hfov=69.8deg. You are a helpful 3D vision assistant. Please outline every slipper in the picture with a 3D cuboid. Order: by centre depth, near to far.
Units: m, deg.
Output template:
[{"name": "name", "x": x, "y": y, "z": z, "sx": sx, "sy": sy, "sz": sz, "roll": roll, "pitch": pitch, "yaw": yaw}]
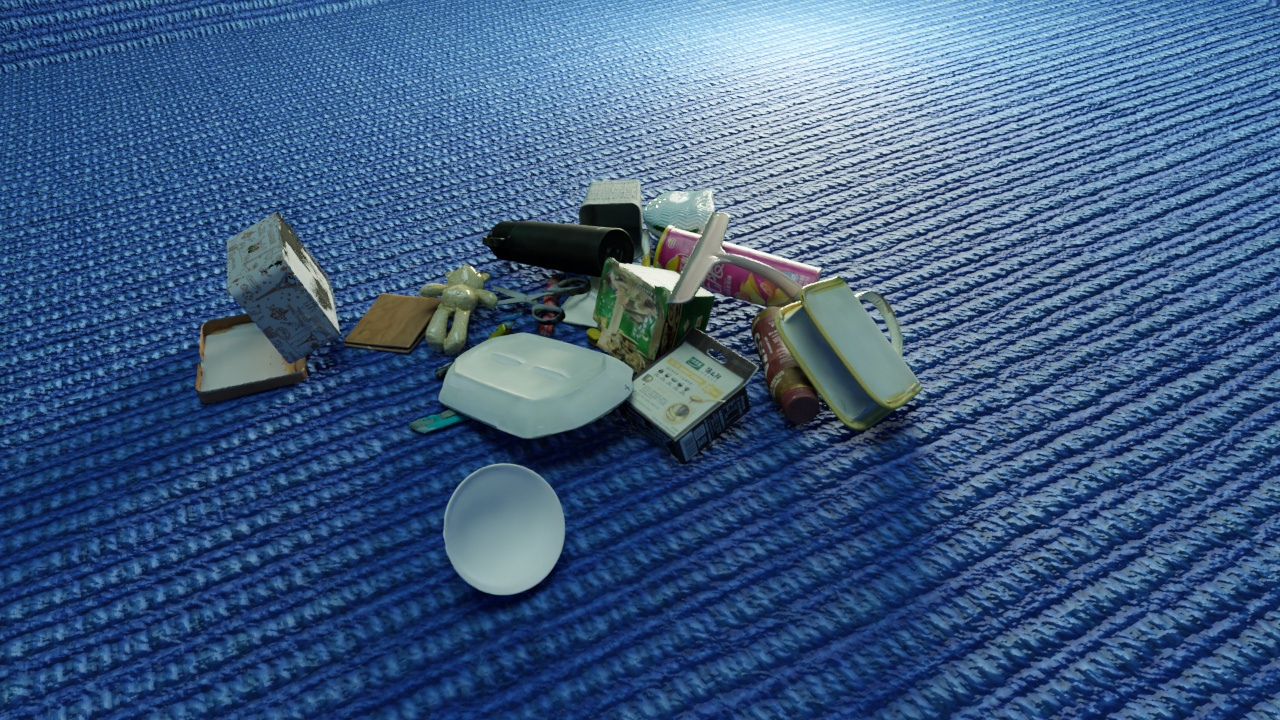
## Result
[{"name": "slipper", "x": 0.064, "y": -0.208, "z": 1.373, "sx": 0.104, "sy": 0.074, "sz": 0.245, "roll": 1, "pitch": 19, "yaw": 8}]

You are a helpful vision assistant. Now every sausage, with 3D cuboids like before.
[{"name": "sausage", "x": -0.123, "y": -0.076, "z": 1.246, "sx": 0.020, "sy": 0.020, "sz": 0.155, "roll": -2, "pitch": 35, "yaw": 3}]

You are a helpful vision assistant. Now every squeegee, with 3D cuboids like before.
[{"name": "squeegee", "x": 0.174, "y": -0.079, "z": 1.088, "sx": 0.249, "sy": 0.040, "sz": 0.246, "roll": 29, "pitch": 36, "yaw": -3}]

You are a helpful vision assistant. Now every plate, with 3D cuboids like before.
[{"name": "plate", "x": -0.126, "y": 0.017, "z": 1.052, "sx": 0.161, "sy": 0.034, "sz": 0.266, "roll": -32, "pitch": 31, "yaw": -32}, {"name": "plate", "x": -0.016, "y": -0.092, "z": 1.244, "sx": 0.164, "sy": 0.034, "sz": 0.163, "roll": 14, "pitch": 38, "yaw": 24}]

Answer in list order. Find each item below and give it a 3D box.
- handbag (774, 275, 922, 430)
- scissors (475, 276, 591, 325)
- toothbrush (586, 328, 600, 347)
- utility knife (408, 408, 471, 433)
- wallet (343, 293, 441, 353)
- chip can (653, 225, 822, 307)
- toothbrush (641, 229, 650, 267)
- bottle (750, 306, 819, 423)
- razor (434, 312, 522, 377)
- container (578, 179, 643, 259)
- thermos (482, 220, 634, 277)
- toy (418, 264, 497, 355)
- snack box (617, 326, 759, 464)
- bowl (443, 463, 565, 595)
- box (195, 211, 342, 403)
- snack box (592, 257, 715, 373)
[{"name": "handbag", "x": 0.246, "y": -0.016, "z": 1.033, "sx": 0.178, "sy": 0.063, "sz": 0.163, "roll": -21, "pitch": 73, "yaw": -46}, {"name": "scissors", "x": -0.146, "y": -0.083, "z": 1.235, "sx": 0.159, "sy": 0.014, "sz": 0.175, "roll": -24, "pitch": 35, "yaw": -5}, {"name": "toothbrush", "x": -0.007, "y": 0.007, "z": 1.119, "sx": 0.015, "sy": 0.017, "sz": 0.190, "roll": -26, "pitch": 42, "yaw": -30}, {"name": "utility knife", "x": -0.191, "y": 0.055, "z": 1.071, "sx": 0.157, "sy": 0.013, "sz": 0.029, "roll": -18, "pitch": 37, "yaw": -19}, {"name": "wallet", "x": -0.329, "y": -0.051, "z": 1.235, "sx": 0.101, "sy": 0.020, "sz": 0.115, "roll": 5, "pitch": 39, "yaw": 16}, {"name": "chip can", "x": 0.126, "y": -0.116, "z": 1.198, "sx": 0.211, "sy": 0.072, "sz": 0.071, "roll": 17, "pitch": 39, "yaw": 12}, {"name": "toothbrush", "x": 0.004, "y": -0.137, "z": 1.262, "sx": 0.018, "sy": 0.016, "sz": 0.191, "roll": -8, "pitch": 32, "yaw": 6}, {"name": "bottle", "x": 0.170, "y": 0.004, "z": 1.064, "sx": 0.057, "sy": 0.057, "sz": 0.174, "roll": -5, "pitch": 35, "yaw": -1}, {"name": "razor", "x": -0.206, "y": -0.016, "z": 1.167, "sx": 0.043, "sy": 0.022, "sz": 0.142, "roll": -12, "pitch": 24, "yaw": 50}, {"name": "container", "x": -0.040, "y": -0.216, "z": 1.379, "sx": 0.090, "sy": 0.090, "sz": 0.114, "roll": -1, "pitch": 32, "yaw": 4}, {"name": "thermos", "x": -0.125, "y": -0.156, "z": 1.278, "sx": 0.243, "sy": 0.068, "sz": 0.089, "roll": 12, "pitch": 18, "yaw": 43}, {"name": "toy", "x": -0.243, "y": -0.069, "z": 1.219, "sx": 0.105, "sy": 0.066, "sz": 0.156, "roll": 5, "pitch": 42, "yaw": 2}, {"name": "snack box", "x": 0.052, "y": 0.036, "z": 1.016, "sx": 0.125, "sy": 0.053, "sz": 0.113, "roll": -36, "pitch": 45, "yaw": -20}, {"name": "bowl", "x": -0.137, "y": 0.159, "z": 0.860, "sx": 0.118, "sy": 0.118, "sz": 0.065, "roll": -30, "pitch": 3, "yaw": -31}, {"name": "box", "x": -0.499, "y": -0.058, "z": 1.171, "sx": 0.193, "sy": 0.156, "sz": 0.183, "roll": -29, "pitch": 36, "yaw": -5}, {"name": "snack box", "x": 0.021, "y": -0.058, "z": 1.108, "sx": 0.105, "sy": 0.118, "sz": 0.118, "roll": -12, "pitch": 36, "yaw": -42}]
